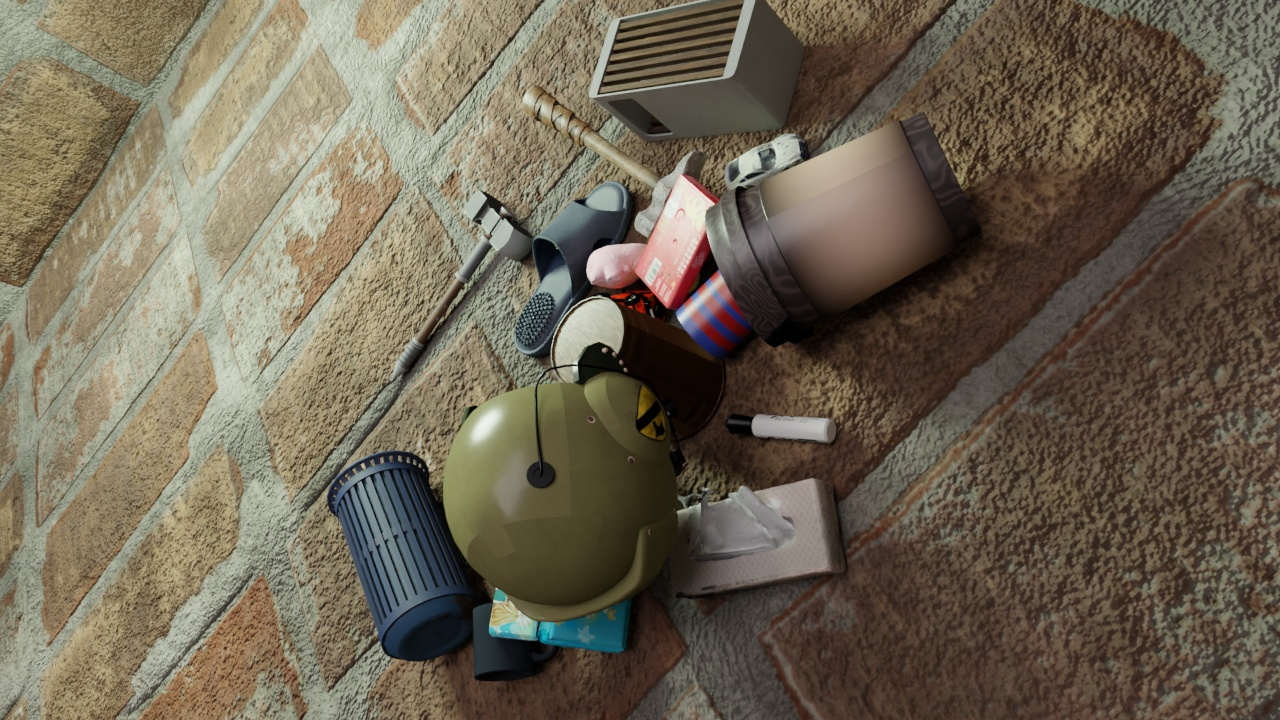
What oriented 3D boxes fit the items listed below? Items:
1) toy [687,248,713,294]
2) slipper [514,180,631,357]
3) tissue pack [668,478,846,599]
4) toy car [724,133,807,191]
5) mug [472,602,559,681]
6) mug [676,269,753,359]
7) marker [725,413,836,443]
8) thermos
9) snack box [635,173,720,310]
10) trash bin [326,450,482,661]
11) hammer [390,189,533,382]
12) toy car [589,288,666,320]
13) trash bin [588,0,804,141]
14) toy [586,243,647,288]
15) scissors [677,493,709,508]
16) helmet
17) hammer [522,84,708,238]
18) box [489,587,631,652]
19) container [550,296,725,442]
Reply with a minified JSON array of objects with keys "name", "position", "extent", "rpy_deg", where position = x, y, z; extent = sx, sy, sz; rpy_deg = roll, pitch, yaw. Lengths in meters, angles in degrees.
[{"name":"toy","position":[0.067,-0.137,1.096],"extent":[0.138,0.067,0.105],"rpy_deg":[-35,49,39]},{"name":"slipper","position":[-0.110,-0.132,1.221],"extent":[0.101,0.082,0.263],"rpy_deg":[32,94,45]},{"name":"tissue pack","position":[0.104,0.176,0.918],"extent":[0.182,0.071,0.103],"rpy_deg":[-19,68,34]},{"name":"toy car","position":[0.145,-0.233,1.085],"extent":[0.106,0.033,0.048],"rpy_deg":[-22,58,30]},{"name":"mug","position":[-0.143,0.325,1.069],"extent":[0.105,0.071,0.077],"rpy_deg":[-13,62,12]},{"name":"mug","position":[0.091,-0.063,1.039],"extent":[0.076,0.075,0.111],"rpy_deg":[-44,23,16]},{"name":"marker","position":[0.144,0.070,0.962],"extent":[0.126,0.025,0.025],"rpy_deg":[1,73,40]},{"name":"thermos","position":[0.202,-0.133,0.912],"extent":[0.227,0.172,0.172],"rpy_deg":[-26,57,22]},{"name":"snack box","position":[0.045,-0.136,1.055],"extent":[0.089,0.021,0.133],"rpy_deg":[52,124,44]},{"name":"trash bin","position":[-0.301,0.252,1.180],"extent":[0.139,0.139,0.249],"rpy_deg":[-47,51,14]},{"name":"hammer","position":[-0.289,-0.095,1.384],"extent":[0.323,0.043,0.156],"rpy_deg":[-53,48,12]},{"name":"toy car","position":[-0.015,-0.061,1.129],"extent":[0.100,0.051,0.048],"rpy_deg":[4,30,42]},{"name":"trash bin","position":[0.067,-0.360,1.145],"extent":[0.229,0.114,0.114],"rpy_deg":[7,76,41]},{"name":"toy","position":[-0.031,-0.115,1.141],"extent":[0.099,0.053,0.095],"rpy_deg":[-7,23,21]},{"name":"scissors","position":[0.016,0.145,1.022],"extent":[0.172,0.014,0.090],"rpy_deg":[34,91,26]},{"name":"helmet","position":[-0.069,0.131,0.897],"extent":[0.251,0.255,0.232],"rpy_deg":[-26,55,28]},{"name":"hammer","position":[-0.048,-0.278,1.191],"extent":[0.319,0.048,0.122],"rpy_deg":[40,112,30]},{"name":"box","position":[-0.086,0.201,1.027],"extent":[0.172,0.083,0.226],"rpy_deg":[3,70,12]},{"name":"container","position":[-0.006,0.006,1.016],"extent":[0.132,0.167,0.132],"rpy_deg":[-17,62,34]}]
